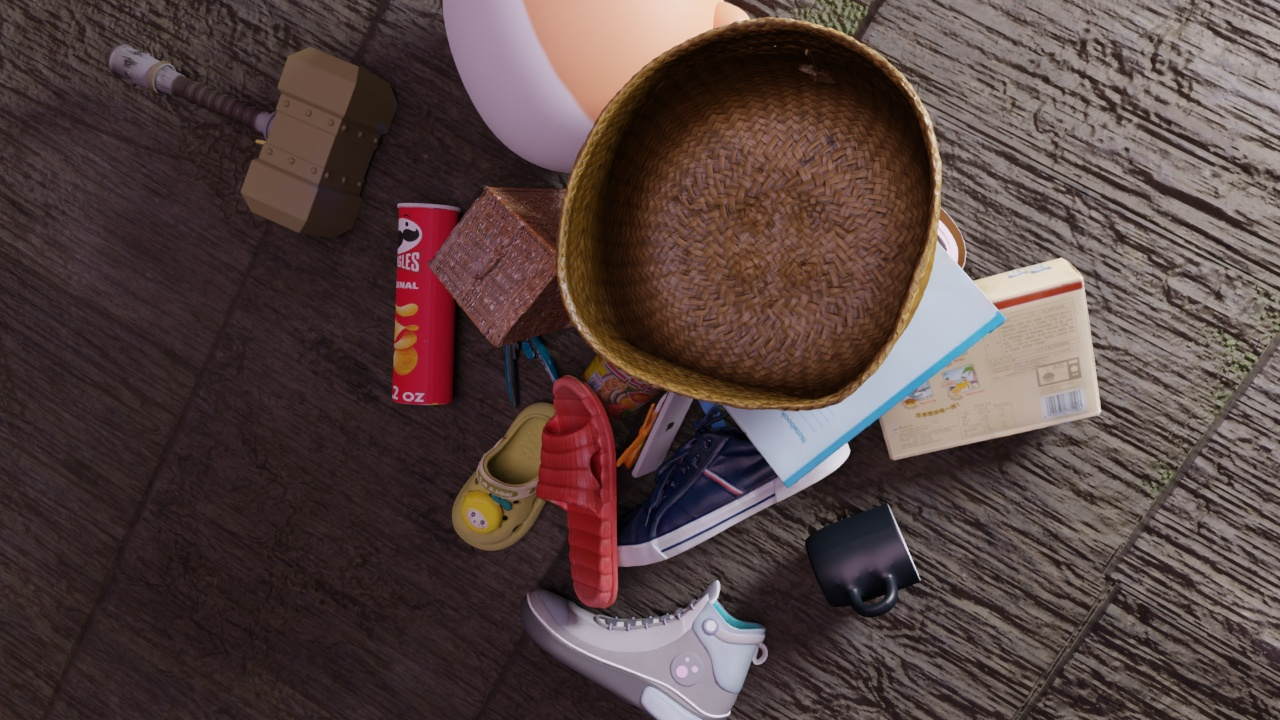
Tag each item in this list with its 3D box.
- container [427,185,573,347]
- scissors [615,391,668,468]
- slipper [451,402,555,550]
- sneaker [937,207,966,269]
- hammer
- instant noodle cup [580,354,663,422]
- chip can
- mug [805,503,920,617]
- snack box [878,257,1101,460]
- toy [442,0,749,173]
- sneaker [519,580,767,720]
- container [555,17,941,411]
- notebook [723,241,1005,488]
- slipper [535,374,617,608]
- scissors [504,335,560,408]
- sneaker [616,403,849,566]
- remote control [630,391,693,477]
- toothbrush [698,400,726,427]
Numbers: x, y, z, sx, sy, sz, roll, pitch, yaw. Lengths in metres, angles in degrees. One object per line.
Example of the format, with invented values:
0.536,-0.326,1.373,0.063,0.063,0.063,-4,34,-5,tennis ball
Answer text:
-0.106,-0.102,0.940,0.112,0.198,0.114,47,112,9,container
0.008,0.072,0.984,0.011,0.126,0.130,32,61,9,scissors
-0.143,0.134,1.022,0.091,0.081,0.190,36,97,4,slipper
0.211,-0.183,0.913,0.112,0.116,0.294,-37,86,11,sneaker
-0.466,-0.288,1.047,0.325,0.100,0.190,24,98,9,hammer
-0.006,0.006,0.983,0.100,0.100,0.113,45,107,5,instant noodle cup
-0.242,-0.063,1.034,0.069,0.069,0.220,4,95,11,chip can
0.228,0.213,0.935,0.094,0.121,0.085,-24,118,12,mug
0.328,0.002,0.904,0.208,0.055,0.153,-15,115,13,snack box
-0.042,-0.322,0.882,0.281,0.265,0.263,-17,97,26,toy
0.005,0.287,1.005,0.257,0.093,0.160,32,90,9,sneaker
0.103,-0.112,0.783,0.307,0.196,0.307,1,94,19,container
0.181,-0.025,0.867,0.254,0.009,0.181,-41,77,15,notebook
-0.071,0.139,0.960,0.059,0.104,0.248,-6,88,-32,slipper
-0.134,-0.013,1.041,0.151,0.019,0.119,40,103,11,scissors
0.061,0.111,0.960,0.295,0.120,0.127,-32,94,20,sneaker
0.029,0.066,0.976,0.008,0.045,0.147,42,126,27,remote control
0.089,0.078,1.006,0.016,0.014,0.166,-29,87,11,toothbrush
